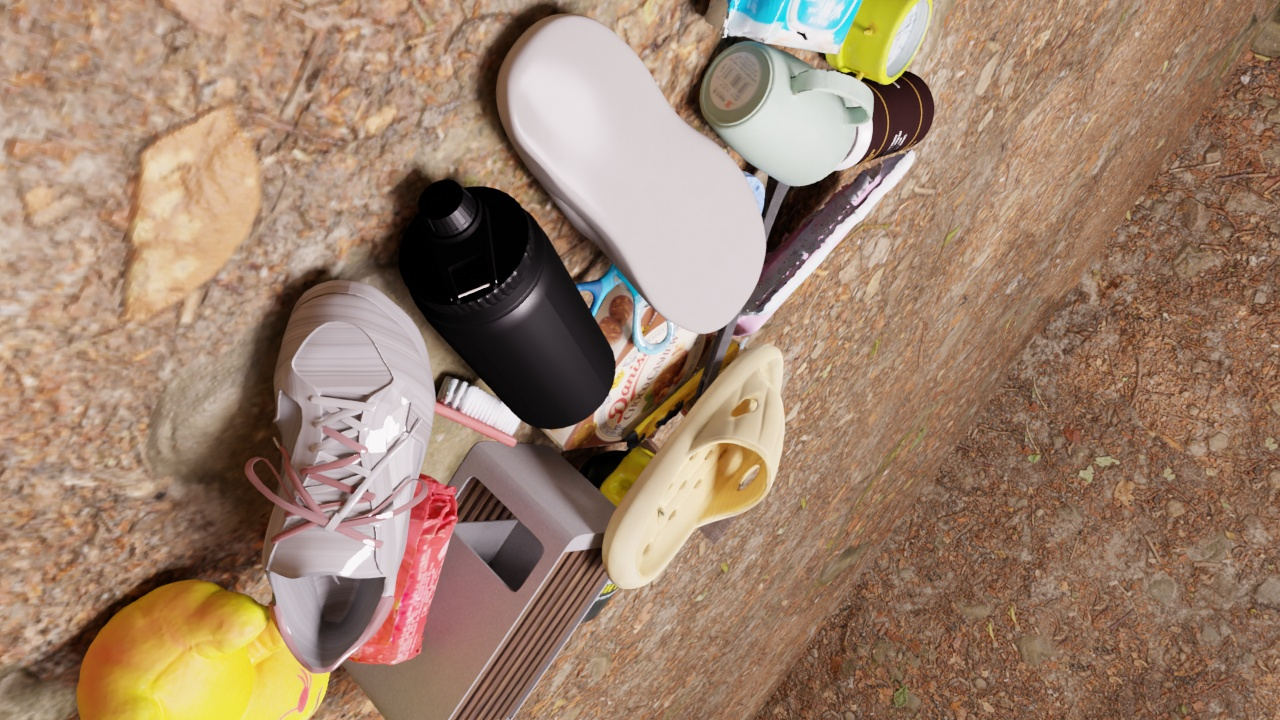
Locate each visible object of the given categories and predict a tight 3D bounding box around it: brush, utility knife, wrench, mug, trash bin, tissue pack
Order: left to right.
[{"bbox_3d":[-0.133,0.025,0.626,0.030,0.041,0.172,-67,152,-7],"label":"brush"},{"bbox_3d":[-0.124,0.195,0.762,0.229,0.114,0.114,-56,153,10],"label":"trash bin"},{"bbox_3d":[0.032,0.108,0.866,0.008,0.143,0.045,-22,150,-43],"label":"brush"},{"bbox_3d":[0.044,0.027,0.833,0.158,0.017,0.031,-43,164,-23],"label":"utility knife"},{"bbox_3d":[0.095,-0.089,0.770,0.073,0.018,0.273,-109,-144,-74],"label":"wrench"},{"bbox_3d":[0.109,-0.182,0.657,0.104,0.111,0.084,13,81,-51],"label":"mug"},{"bbox_3d":[0.105,-0.255,0.607,0.144,0.062,0.093,-18,139,-48],"label":"tissue pack"}]

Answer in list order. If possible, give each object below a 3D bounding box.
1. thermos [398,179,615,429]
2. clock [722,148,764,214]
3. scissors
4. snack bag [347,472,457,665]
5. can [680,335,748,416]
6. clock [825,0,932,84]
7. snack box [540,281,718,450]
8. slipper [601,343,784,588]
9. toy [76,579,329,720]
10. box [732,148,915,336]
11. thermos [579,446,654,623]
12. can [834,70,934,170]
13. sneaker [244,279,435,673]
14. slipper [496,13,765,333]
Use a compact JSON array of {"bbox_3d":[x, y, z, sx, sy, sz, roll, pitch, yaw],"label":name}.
[{"bbox_3d":[-0.081,-0.032,0.572,0.086,0.086,0.199,-46,153,-10],"label":"thermos"},{"bbox_3d":[0.053,-0.105,0.728,0.088,0.052,0.125,-42,152,-19],"label":"clock"},{"bbox_3d":[-0.021,-0.065,0.678,0.117,0.013,0.140,-7,116,-8],"label":"scissors"},{"bbox_3d":[-0.181,0.152,0.656,0.082,0.082,0.177,-19,139,-47],"label":"snack bag"},{"bbox_3d":[0.072,0.022,0.884,0.086,0.086,0.043,-44,154,-14],"label":"can"},{"bbox_3d":[0.198,-0.275,0.736,0.118,0.057,0.083,-46,154,-24],"label":"clock"},{"bbox_3d":[-0.005,0.005,0.790,0.146,0.041,0.143,-1,125,-58],"label":"snack box"},{"bbox_3d":[0.069,0.094,0.759,0.260,0.079,0.111,-45,145,-34],"label":"slipper"},{"bbox_3d":[-0.277,0.215,0.583,0.134,0.087,0.194,-59,163,-26],"label":"toy"},{"bbox_3d":[0.157,-0.104,0.832,0.201,0.037,0.153,-46,-174,-7],"label":"box"},{"bbox_3d":[-0.036,0.170,0.886,0.097,0.098,0.221,-27,153,-39],"label":"thermos"},{"bbox_3d":[0.196,-0.210,0.798,0.128,0.072,0.072,-25,144,-42],"label":"can"},{"bbox_3d":[-0.167,0.076,0.514,0.099,0.089,0.236,3,116,-14],"label":"sneaker"},{"bbox_3d":[-0.012,-0.118,0.602,0.113,0.081,0.265,-57,137,-5],"label":"slipper"}]
